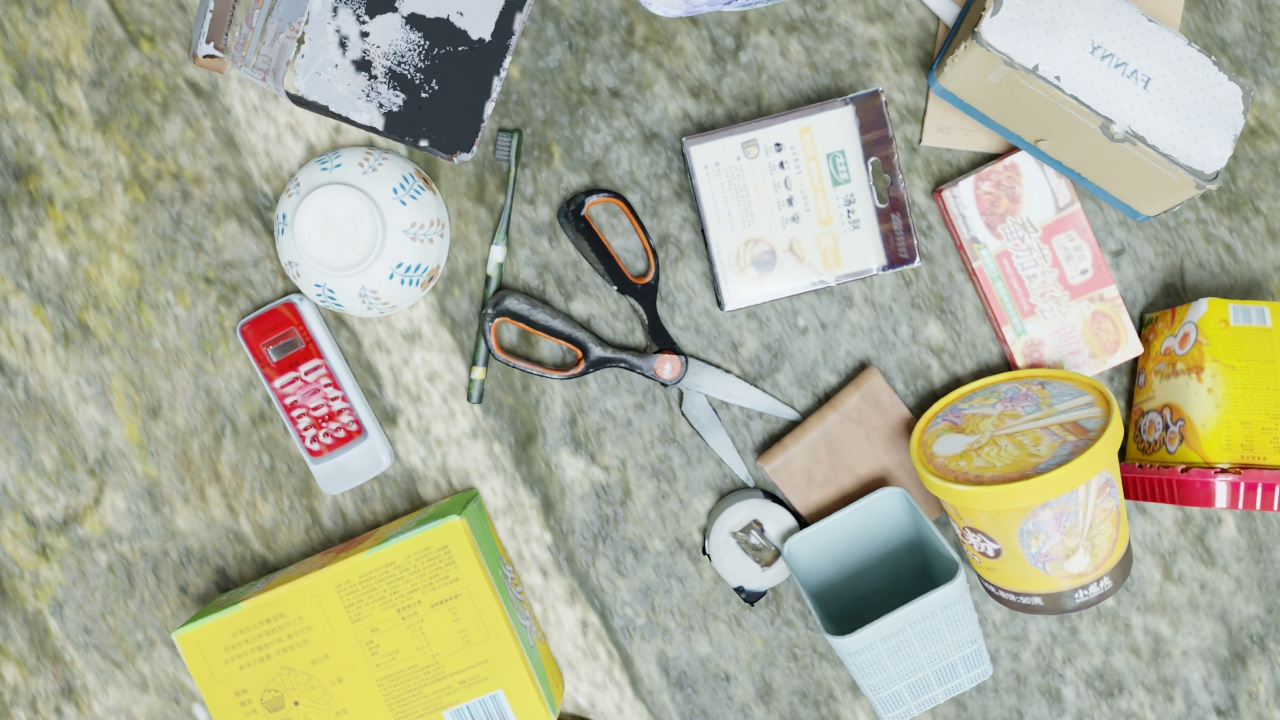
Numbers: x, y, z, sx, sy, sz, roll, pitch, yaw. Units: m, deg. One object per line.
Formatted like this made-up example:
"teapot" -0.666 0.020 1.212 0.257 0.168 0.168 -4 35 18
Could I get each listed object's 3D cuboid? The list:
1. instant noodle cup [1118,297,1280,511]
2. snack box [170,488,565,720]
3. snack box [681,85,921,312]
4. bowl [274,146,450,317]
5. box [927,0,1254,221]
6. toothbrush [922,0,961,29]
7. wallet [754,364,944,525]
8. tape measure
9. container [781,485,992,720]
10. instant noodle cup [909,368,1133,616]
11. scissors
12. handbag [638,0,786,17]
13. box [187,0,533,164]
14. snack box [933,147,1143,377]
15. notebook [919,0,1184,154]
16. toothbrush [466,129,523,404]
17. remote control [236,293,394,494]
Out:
"instant noodle cup" 0.364 0.029 0.567 0.116 0.116 0.123 2 85 1
"snack box" -0.177 0.200 0.616 0.210 0.070 0.157 -23 95 4
"snack box" 0.099 -0.099 0.583 0.126 0.053 0.113 -14 96 2
"bowl" -0.185 -0.083 0.590 0.113 0.062 0.113 0 96 3
"box" 0.260 -0.165 0.543 0.184 0.060 0.089 33 74 0
"toothbrush" 0.175 -0.239 0.578 0.180 0.016 0.016 43 97 1
"wallet" 0.150 0.077 0.616 0.101 0.020 0.115 -41 99 3
"tape measure" 0.076 0.121 0.619 0.066 0.033 0.066 -42 94 4
"container" 0.159 0.159 0.578 0.090 0.090 0.111 -28 121 3
"instant noodle cup" 0.241 0.083 0.566 0.118 0.118 0.114 -25 113 4
"scissors" 0.005 -0.017 0.609 0.221 0.021 0.211 4 94 -4
"handbag" 0.043 -0.309 0.542 0.134 0.075 0.194 -11 88 -1
"box" -0.183 -0.240 0.555 0.193 0.156 0.183 33 104 42
"snack box" 0.256 -0.058 0.592 0.075 0.025 0.153 -26 97 9
"notebook" 0.269 -0.234 0.585 0.149 0.012 0.211 7 97 2
"toothbrush" -0.100 -0.062 0.614 0.017 0.012 0.186 11 97 6
"remote control" -0.220 0.023 0.623 0.056 0.020 0.136 -26 95 3
